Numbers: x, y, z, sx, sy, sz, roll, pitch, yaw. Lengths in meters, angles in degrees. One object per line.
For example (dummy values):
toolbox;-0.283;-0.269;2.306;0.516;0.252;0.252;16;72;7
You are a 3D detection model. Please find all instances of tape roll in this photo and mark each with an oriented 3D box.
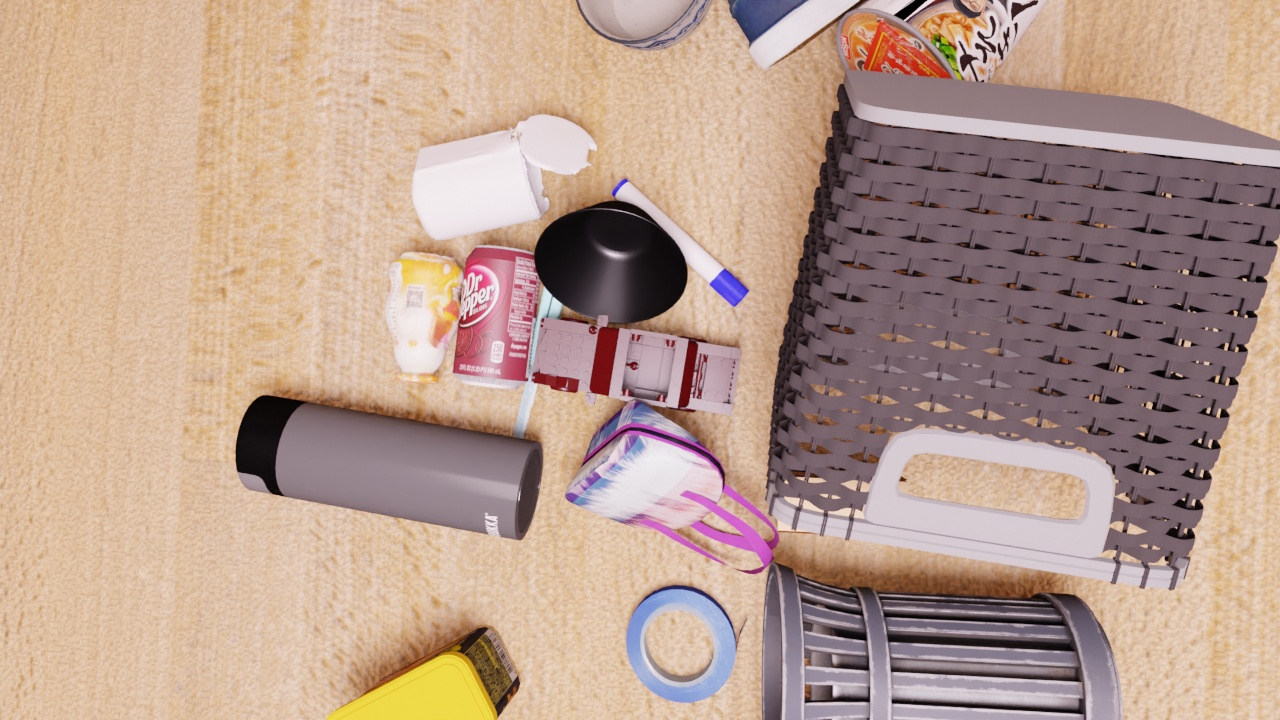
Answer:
tape roll;0.034;0.236;0.766;0.093;0.016;0.091;22;92;7

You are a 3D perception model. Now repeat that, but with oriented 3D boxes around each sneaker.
sneaker;0.186;-0.364;0.717;0.295;0.120;0.127;-33;98;8

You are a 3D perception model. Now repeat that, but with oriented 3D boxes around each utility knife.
utility knife;-0.085;-0.013;0.789;0.022;0.015;0.168;15;94;8

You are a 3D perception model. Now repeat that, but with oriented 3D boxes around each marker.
marker;0.033;-0.099;0.771;0.141;0.020;0.020;43;94;6

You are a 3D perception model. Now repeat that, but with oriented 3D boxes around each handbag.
handbag;0.034;0.114;0.731;0.170;0.145;0.067;34;51;-10

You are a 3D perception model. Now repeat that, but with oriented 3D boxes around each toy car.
toy car;-0.005;0.005;0.749;0.170;0.062;0.070;9;90;2

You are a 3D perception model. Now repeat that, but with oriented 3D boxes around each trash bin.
trash bin;0.211;0.238;0.677;0.227;0.164;0.164;2;89;3

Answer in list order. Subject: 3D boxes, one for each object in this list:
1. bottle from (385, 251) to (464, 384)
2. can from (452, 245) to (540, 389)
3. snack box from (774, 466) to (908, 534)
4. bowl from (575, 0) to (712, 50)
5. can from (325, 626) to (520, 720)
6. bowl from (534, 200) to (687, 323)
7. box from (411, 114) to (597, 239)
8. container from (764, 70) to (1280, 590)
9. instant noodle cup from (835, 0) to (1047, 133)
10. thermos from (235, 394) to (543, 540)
bottle;-0.184;-0.035;0.774;0.063;0.063;0.109;5;89;7
can;-0.119;-0.035;0.767;0.063;0.063;0.114;7;90;7
snack box;0.148;0.103;0.700;0.088;0.125;0.040;2;89;7
bowl;0.010;-0.308;0.751;0.116;0.059;0.115;0;90;23
can;-0.172;0.281;0.748;0.131;0.101;0.072;-29;86;5
bowl;-0.021;-0.092;0.749;0.124;0.124;0.052;4;49;7
box;-0.109;-0.154;0.756;0.161;0.081;0.092;-9;129;5
container;0.224;-0.042;0.594;0.247;0.245;0.244;8;114;7
instant noodle cup;0.239;-0.260;0.707;0.123;0.124;0.121;44;85;6
thermos;-0.209;0.088;0.766;0.240;0.082;0.082;9;90;7
